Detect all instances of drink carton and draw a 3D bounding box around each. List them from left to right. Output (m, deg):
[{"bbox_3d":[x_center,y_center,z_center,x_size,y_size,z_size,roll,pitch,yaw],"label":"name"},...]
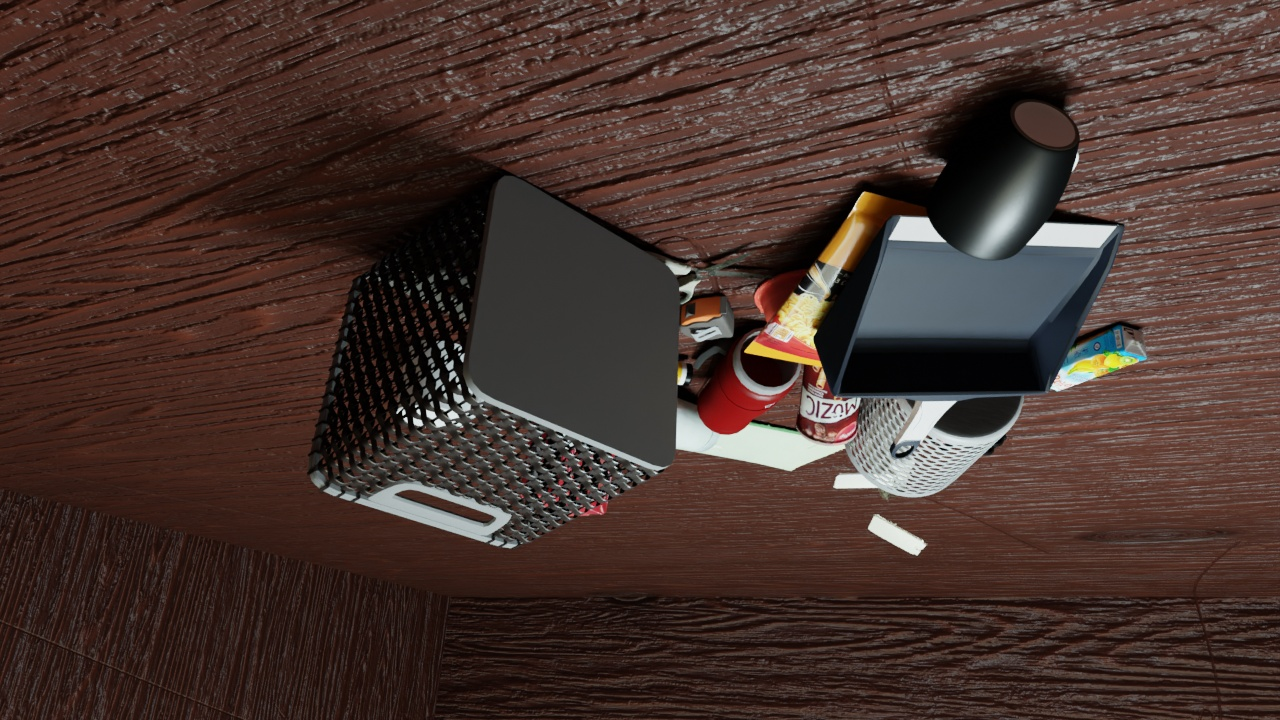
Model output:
[{"bbox_3d":[0.501,0.000,1.033,0.044,0.038,0.129,13,156,-21],"label":"drink carton"}]

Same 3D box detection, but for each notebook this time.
[{"bbox_3d":[0.182,0.132,1.460,0.252,0.010,0.182,13,156,-21],"label":"notebook"}]

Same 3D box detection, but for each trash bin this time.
[{"bbox_3d":[0.334,0.056,1.057,0.156,0.156,0.184,5,156,-2],"label":"trash bin"}]

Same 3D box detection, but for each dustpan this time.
[{"bbox_3d":[0.291,-0.008,0.861,0.236,0.080,0.274,0,145,-15],"label":"dustpan"}]

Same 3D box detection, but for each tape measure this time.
[{"bbox_3d":[0.072,-0.043,1.004,0.059,0.038,0.058,-3,157,17],"label":"tape measure"}]

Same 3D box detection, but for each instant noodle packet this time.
[{"bbox_3d":[0.219,-0.062,0.871,0.159,0.032,0.221,10,139,-21],"label":"instant noodle packet"}]

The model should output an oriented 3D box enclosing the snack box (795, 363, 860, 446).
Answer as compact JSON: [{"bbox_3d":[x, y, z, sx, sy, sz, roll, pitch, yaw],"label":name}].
[{"bbox_3d":[0.218,0.029,1.044,0.072,0.072,0.121,2,125,5],"label":"snack box"}]

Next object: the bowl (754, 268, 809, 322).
[{"bbox_3d":[0.185,-0.048,0.964,0.130,0.045,0.131,4,158,1],"label":"bowl"}]

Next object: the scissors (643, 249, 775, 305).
[{"bbox_3d":[0.046,-0.088,0.931,0.157,0.012,0.172,12,157,-21],"label":"scissors"}]

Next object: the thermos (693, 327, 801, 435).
[{"bbox_3d":[0.118,0.022,1.118,0.108,0.083,0.199,38,159,4],"label":"thermos"}]

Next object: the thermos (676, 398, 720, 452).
[{"bbox_3d":[0.042,0.082,1.227,0.068,0.068,0.230,-5,169,22],"label":"thermos"}]

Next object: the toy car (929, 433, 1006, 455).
[{"bbox_3d":[0.456,0.102,1.283,0.100,0.048,0.051,2,158,4],"label":"toy car"}]

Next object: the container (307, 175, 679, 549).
[{"bbox_3d":[-0.127,0.010,0.871,0.247,0.245,0.244,26,142,-34],"label":"container"}]

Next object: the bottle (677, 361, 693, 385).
[{"bbox_3d":[-0.007,0.007,1.136,0.143,0.043,0.043,10,158,-13],"label":"bottle"}]

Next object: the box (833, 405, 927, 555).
[{"bbox_3d":[0.323,0.177,1.281,0.105,0.187,0.143,-13,151,2],"label":"box"}]

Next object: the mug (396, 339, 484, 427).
[{"bbox_3d":[-0.252,0.037,1.191,0.091,0.090,0.121,-15,151,39],"label":"mug"}]

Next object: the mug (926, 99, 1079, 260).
[{"bbox_3d":[0.286,-0.142,0.683,0.118,0.085,0.100,-20,153,-23],"label":"mug"}]

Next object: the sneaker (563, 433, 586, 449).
[{"bbox_3d":[-0.038,0.084,1.281,0.088,0.089,0.235,-8,161,35],"label":"sneaker"}]

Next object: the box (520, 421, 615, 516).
[{"bbox_3d":[-0.103,0.139,1.336,0.087,0.157,0.129,-2,157,29],"label":"box"}]
